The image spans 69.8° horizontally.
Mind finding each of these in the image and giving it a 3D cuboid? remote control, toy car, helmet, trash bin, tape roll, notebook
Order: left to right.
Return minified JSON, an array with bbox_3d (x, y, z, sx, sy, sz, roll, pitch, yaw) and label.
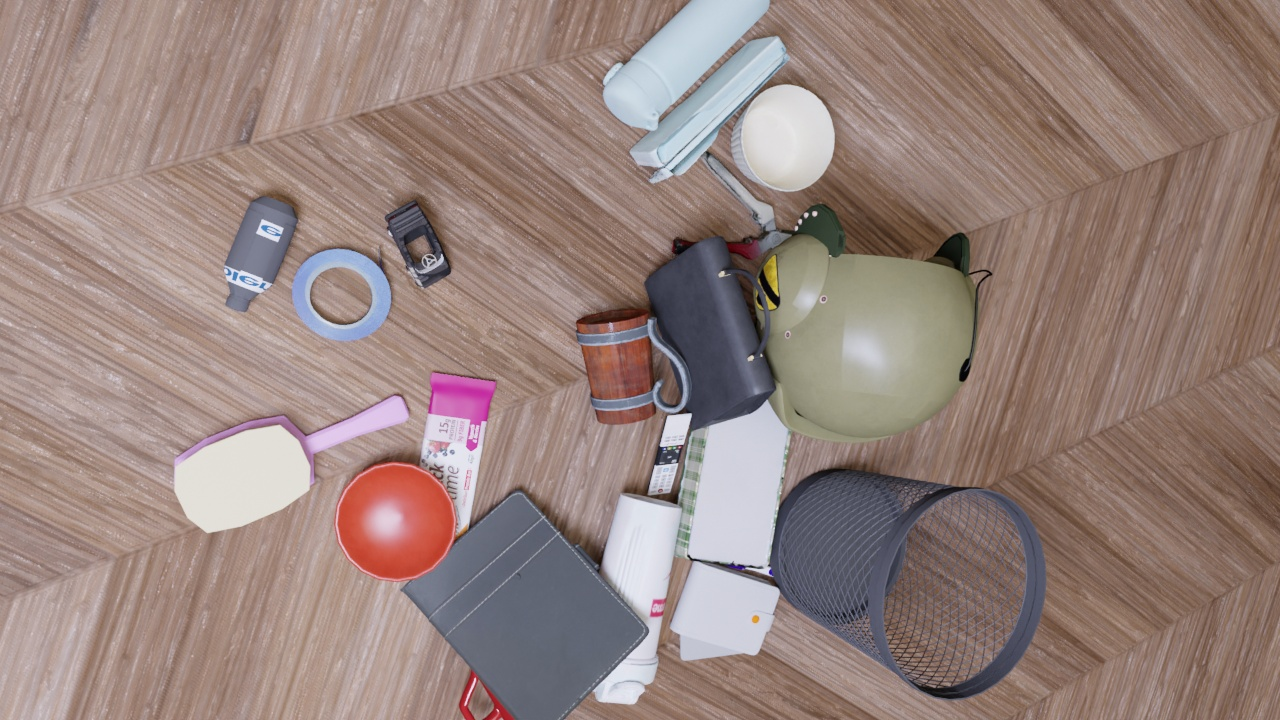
[{"bbox_3d":[-0.298,-0.065,0.917,0.093,0.016,0.091,-9,99,-18],"label":"tape roll"},{"bbox_3d":[-0.220,-0.113,0.915,0.040,0.037,0.092,-33,138,-15],"label":"toy car"},{"bbox_3d":[-0.115,0.256,0.947,0.169,0.030,0.209,-39,78,-25],"label":"notebook"},{"bbox_3d":[0.031,0.104,1.023,0.028,0.011,0.124,-4,131,-20],"label":"remote control"},{"bbox_3d":[0.225,-0.029,0.968,0.250,0.256,0.233,7,89,-21],"label":"helmet"},{"bbox_3d":[0.286,0.232,1.037,0.217,0.228,0.218,-2,94,-24],"label":"trash bin"}]

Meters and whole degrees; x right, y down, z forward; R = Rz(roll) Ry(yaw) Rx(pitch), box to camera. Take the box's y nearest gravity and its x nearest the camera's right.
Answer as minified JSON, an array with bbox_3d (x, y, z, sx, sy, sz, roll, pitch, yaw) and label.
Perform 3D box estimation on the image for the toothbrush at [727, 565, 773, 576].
[{"bbox_3d":[0.117,0.242,1.099,0.186,0.015,0.016,19,87,-21],"label":"toothbrush"}]

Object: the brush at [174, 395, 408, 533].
[{"bbox_3d":[-0.339,0.091,0.905,0.228,0.043,0.089,-23,103,-16],"label":"brush"}]

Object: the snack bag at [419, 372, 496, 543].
[{"bbox_3d":[-0.203,0.114,0.971,0.070,0.016,0.196,10,92,-19],"label":"snack bag"}]

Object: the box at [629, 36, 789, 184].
[{"bbox_3d":[0.078,-0.276,0.998,0.198,0.083,0.067,-44,90,-10],"label":"box"}]

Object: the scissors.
[{"bbox_3d":[0.120,-0.159,1.057,0.198,0.015,0.179,-21,103,-17],"label":"scissors"}]

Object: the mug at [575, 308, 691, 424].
[{"bbox_3d":[-0.006,0.006,0.984,0.117,0.081,0.111,-3,104,22],"label":"mug"}]

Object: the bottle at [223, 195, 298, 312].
[{"bbox_3d":[-0.365,-0.100,0.874,0.047,0.047,0.112,23,88,-20],"label":"bottle"}]

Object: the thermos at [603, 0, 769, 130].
[{"bbox_3d":[0.048,-0.335,0.986,0.078,0.065,0.206,43,80,5],"label":"thermos"}]

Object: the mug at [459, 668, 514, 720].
[{"bbox_3d":[-0.141,0.341,0.981,0.116,0.080,0.096,-32,105,-20],"label":"mug"}]

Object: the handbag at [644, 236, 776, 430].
[{"bbox_3d":[0.087,-0.037,0.936,0.072,0.196,0.175,-15,80,-18],"label":"handbag"}]

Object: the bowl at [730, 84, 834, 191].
[{"bbox_3d":[0.153,-0.247,1.034,0.115,0.062,0.115,-2,97,-19],"label":"bowl"}]

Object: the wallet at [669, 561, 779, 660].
[{"bbox_3d":[0.097,0.307,1.088,0.118,0.037,0.115,21,89,-17],"label":"wallet"}]

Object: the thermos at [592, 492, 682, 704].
[{"bbox_3d":[-0.013,0.262,1.014,0.099,0.099,0.220,13,88,-21],"label":"thermos"}]

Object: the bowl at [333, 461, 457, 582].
[{"bbox_3d":[-0.247,0.162,0.939,0.122,0.035,0.122,0,93,-3],"label":"bowl"}]

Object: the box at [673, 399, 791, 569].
[{"bbox_3d":[0.107,0.133,1.058,0.117,0.050,0.205,10,88,-23],"label":"box"}]
